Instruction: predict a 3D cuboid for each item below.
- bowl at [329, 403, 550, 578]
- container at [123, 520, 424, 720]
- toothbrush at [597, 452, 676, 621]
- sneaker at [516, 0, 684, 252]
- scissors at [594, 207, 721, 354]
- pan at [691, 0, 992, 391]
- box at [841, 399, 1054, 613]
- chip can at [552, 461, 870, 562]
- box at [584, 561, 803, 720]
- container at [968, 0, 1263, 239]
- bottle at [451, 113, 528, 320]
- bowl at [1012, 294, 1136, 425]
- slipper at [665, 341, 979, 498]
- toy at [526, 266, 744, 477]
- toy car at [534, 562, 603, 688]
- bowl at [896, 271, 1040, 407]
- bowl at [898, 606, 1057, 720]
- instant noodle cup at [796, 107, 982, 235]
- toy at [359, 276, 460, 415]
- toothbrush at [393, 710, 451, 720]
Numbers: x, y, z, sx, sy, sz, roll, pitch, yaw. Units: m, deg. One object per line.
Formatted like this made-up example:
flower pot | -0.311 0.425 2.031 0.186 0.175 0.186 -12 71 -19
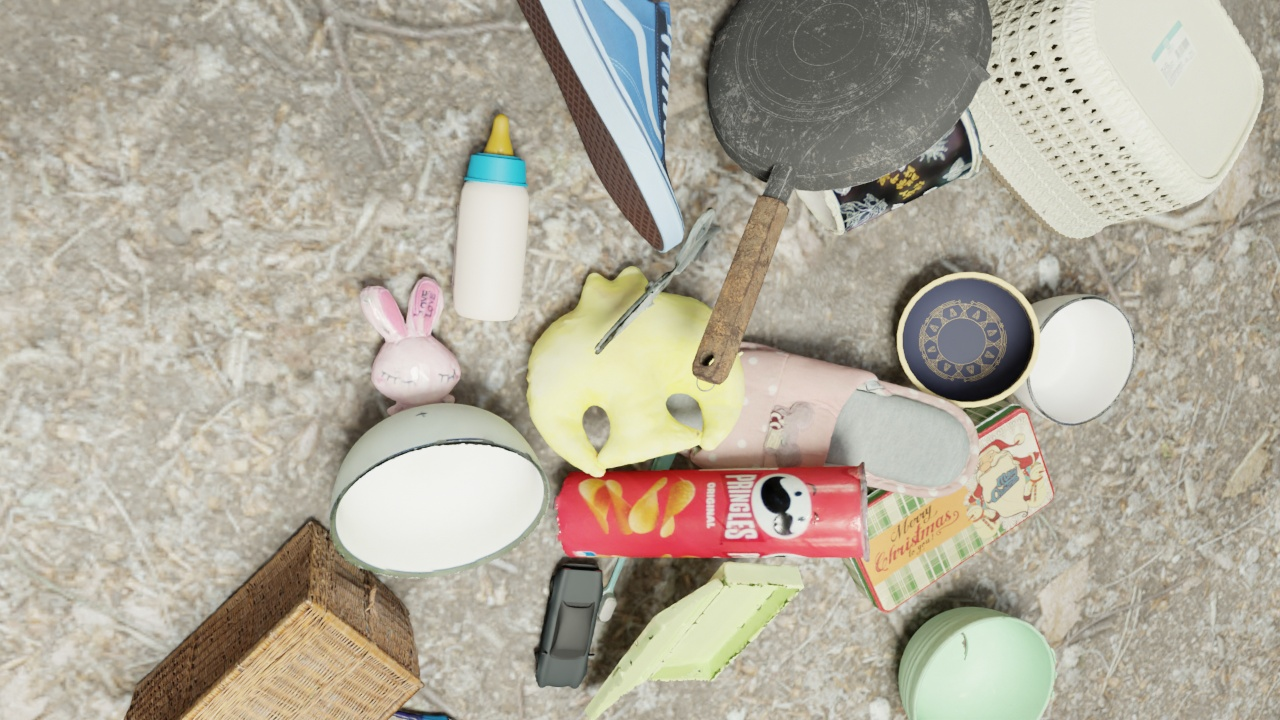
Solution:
bowl | -0.148 0.086 0.667 0.153 0.072 0.154 -11 136 -11
container | -0.263 0.236 0.662 0.198 0.114 0.113 -43 115 -2
toothbrush | -0.001 0.136 0.771 0.016 0.016 0.181 20 95 -20
sneaker | -0.002 -0.201 0.656 0.098 0.083 0.241 -29 108 -12
scissors | 0.017 -0.057 0.686 0.014 0.095 0.170 35 82 11
pan | 0.105 -0.146 0.628 0.040 0.208 0.356 36 75 -57
box | 0.274 0.130 0.836 0.205 0.050 0.118 -29 109 -7
chip can | 0.054 0.116 0.701 0.233 0.073 0.073 -3 105 13
box | 0.035 0.223 0.733 0.141 0.044 0.188 -11 146 -30
container | 0.364 -0.222 0.728 0.246 0.143 0.184 38 77 -21
bottle | -0.106 -0.103 0.662 0.051 0.051 0.146 3 102 -18
bowl | 0.374 -0.005 0.823 0.116 0.066 0.116 -4 104 -16
slipper | 0.142 0.052 0.738 0.274 0.054 0.114 10 89 -2
toy | -0.004 0.004 0.698 0.170 0.065 0.154 -12 77 -8
toy car | -0.059 0.222 0.763 0.046 0.034 0.112 8 100 -19
bowl | 0.278 -0.017 0.788 0.112 0.061 0.112 0 90 15
bowl | 0.305 0.295 0.868 0.150 0.077 0.151 -4 104 -16
instant noodle cup | 0.168 -0.167 0.695 0.112 0.137 0.137 -33 110 4
toy | -0.166 -0.005 0.671 0.063 0.047 0.110 -15 104 -22
toothbrush | -0.159 0.299 0.762 0.189 0.016 0.017 25 85 -20
